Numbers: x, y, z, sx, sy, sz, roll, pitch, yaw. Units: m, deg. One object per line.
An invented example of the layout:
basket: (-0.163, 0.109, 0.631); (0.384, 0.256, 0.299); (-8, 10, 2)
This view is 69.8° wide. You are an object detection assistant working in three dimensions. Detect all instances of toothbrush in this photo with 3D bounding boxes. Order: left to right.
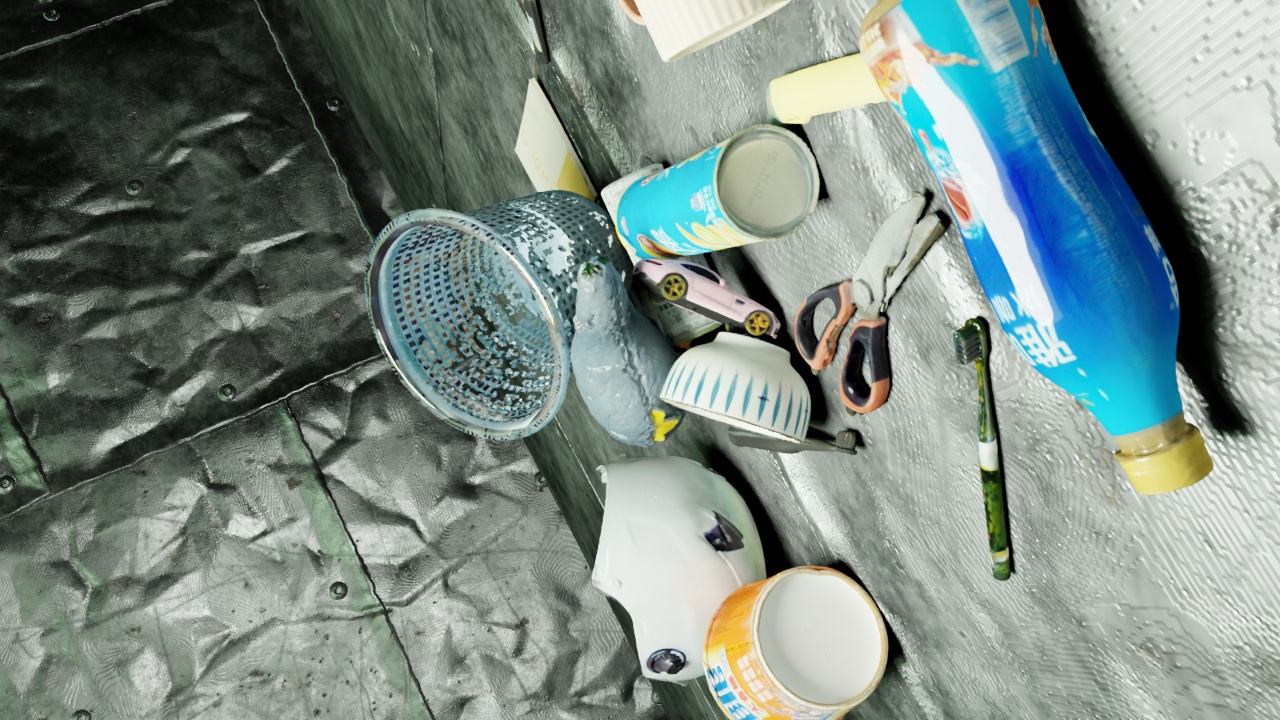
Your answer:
toothbrush: (0.124, 0.065, 0.766); (0.213, 0.026, 0.027); (174, 108, -73)
toothbrush: (0.195, 0.058, 0.521); (0.012, 0.017, 0.186); (30, 144, 53)

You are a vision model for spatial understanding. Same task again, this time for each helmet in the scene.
helmet: (0.058, 0.210, 0.971); (0.228, 0.146, 0.259); (-86, -29, -63)

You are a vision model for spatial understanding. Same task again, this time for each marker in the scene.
marker: (-0.103, -0.337, 0.874); (0.018, 0.015, 0.124); (54, 166, 35)

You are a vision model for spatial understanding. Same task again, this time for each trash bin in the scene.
trash bin: (-0.115, -0.067, 0.888); (0.227, 0.194, 0.227); (16, 124, 25)

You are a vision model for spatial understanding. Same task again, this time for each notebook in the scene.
notebook: (-0.102, -0.222, 1.069); (0.146, 0.010, 0.206); (62, 166, 1)

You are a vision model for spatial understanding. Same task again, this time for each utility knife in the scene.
utility knife: (0.107, -0.143, 0.481); (0.031, 0.018, 0.163); (64, 168, -18)

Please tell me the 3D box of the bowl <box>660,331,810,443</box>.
bowl: (0.079, 0.017, 0.713); (0.116, 0.116, 0.066); (-178, 105, -73)

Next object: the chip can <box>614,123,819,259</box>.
chip can: (0.044, -0.110, 0.644); (0.071, 0.071, 0.210); (66, 165, -9)

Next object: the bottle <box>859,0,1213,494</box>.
bottle: (0.162, -0.051, 0.361); (0.218, 0.065, 0.065); (63, 166, -1)

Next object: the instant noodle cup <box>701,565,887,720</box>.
instant noodle cup: (0.141, 0.255, 0.814); (0.151, 0.151, 0.112); (58, 156, 19)

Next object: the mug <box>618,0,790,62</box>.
mug: (0.018, -0.225, 0.501); (0.115, 0.081, 0.106); (-6, 113, 58)

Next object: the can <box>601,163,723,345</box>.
can: (0.022, -0.090, 0.780); (0.147, 0.058, 0.058); (65, 165, -5)

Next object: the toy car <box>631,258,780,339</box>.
toy car: (0.051, -0.049, 0.700); (0.122, 0.037, 0.056); (23, 177, -13)

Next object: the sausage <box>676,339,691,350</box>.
sausage: (0.012, -0.081, 0.900); (0.165, 0.021, 0.021); (64, 166, -2)

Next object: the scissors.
scissors: (0.144, -0.024, 0.563); (0.206, 0.015, 0.193); (28, 141, 66)

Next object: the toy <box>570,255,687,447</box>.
toy: (-0.005, 0.005, 0.804); (0.356, 0.091, 0.137); (49, -144, -75)
